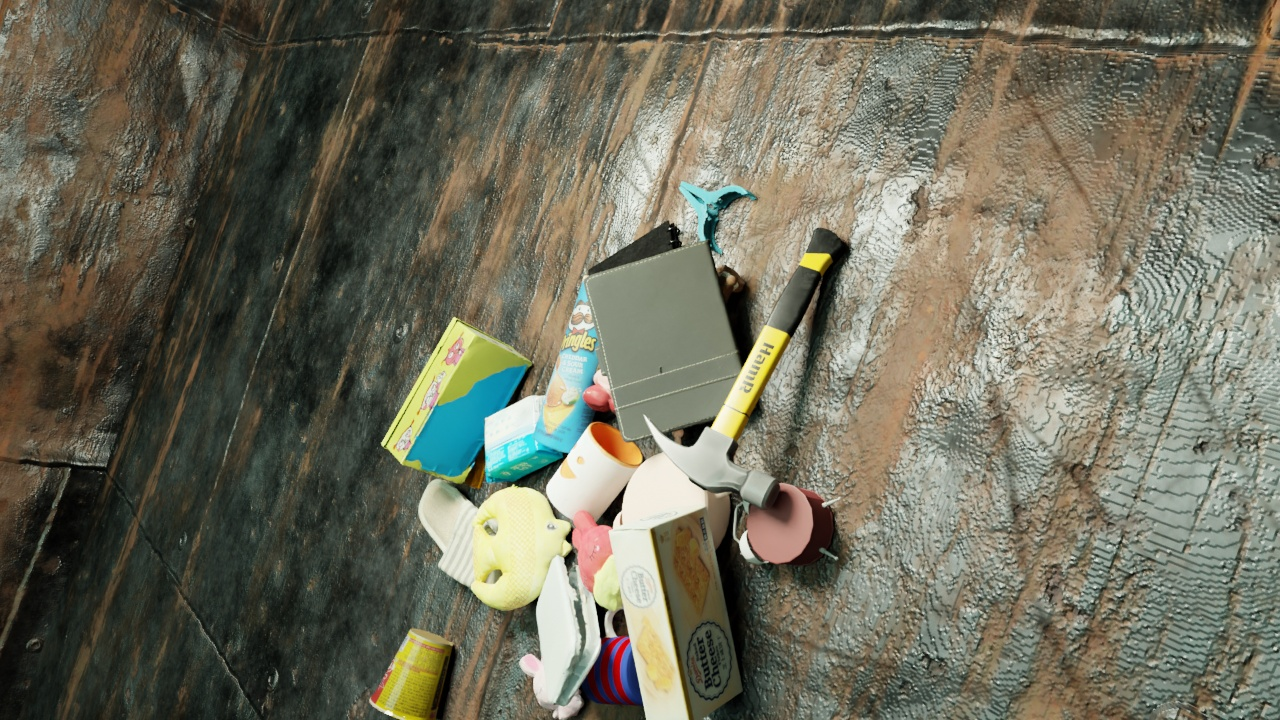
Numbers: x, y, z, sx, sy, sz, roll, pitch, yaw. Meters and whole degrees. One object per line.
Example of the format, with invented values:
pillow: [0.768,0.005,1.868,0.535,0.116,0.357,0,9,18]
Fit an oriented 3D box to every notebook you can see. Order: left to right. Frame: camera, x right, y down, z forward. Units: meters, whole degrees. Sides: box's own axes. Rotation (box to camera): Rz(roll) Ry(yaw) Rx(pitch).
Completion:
notebook: [0.000,-0.054,1.222,0.170,0.019,0.231,-27,59,38]
notebook: [0.029,-0.021,1.084,0.170,0.029,0.209,-16,79,12]

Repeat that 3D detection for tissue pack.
tissue pack: [-0.168,0.112,1.303,0.145,0.061,0.092,-27,57,33]

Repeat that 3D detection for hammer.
hammer: [0.134,-0.007,1.008,0.170,0.034,0.324,24,79,29]

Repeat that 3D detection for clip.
clip: [0.092,-0.182,1.169,0.120,0.033,0.118,-2,79,44]

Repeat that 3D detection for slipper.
slipper: [-0.263,0.260,1.359,0.273,0.054,0.114,29,102,46]

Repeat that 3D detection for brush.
brush: [-0.246,0.130,1.406,0.048,0.017,0.126,15,87,46]

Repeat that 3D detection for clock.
clock: [0.032,0.175,1.072,0.131,0.086,0.161,42,113,44]
clock: [0.150,0.174,0.976,0.125,0.044,0.087,-7,72,44]

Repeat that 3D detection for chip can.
chip can: [-0.074,0.006,1.211,0.080,0.079,0.229,22,95,46]

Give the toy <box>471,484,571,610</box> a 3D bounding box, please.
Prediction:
toy: [-0.165,0.249,1.241,0.155,0.064,0.170,-14,62,21]

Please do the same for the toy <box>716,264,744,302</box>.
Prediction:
toy: [0.087,-0.076,1.122,0.102,0.041,0.054,-45,7,35]

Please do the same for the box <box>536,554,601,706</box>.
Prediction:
box: [-0.085,0.322,1.102,0.213,0.063,0.118,-131,60,-71]

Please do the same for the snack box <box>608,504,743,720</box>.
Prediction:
snack box: [0.039,0.266,0.968,0.058,0.104,0.208,-13,87,39]

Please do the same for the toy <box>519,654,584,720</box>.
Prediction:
toy: [-0.113,0.403,1.163,0.063,0.047,0.110,-52,43,7]

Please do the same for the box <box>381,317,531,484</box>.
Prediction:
box: [-0.272,0.063,1.360,0.079,0.124,0.221,34,96,48]

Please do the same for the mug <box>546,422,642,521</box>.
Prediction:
mug: [-0.059,0.144,1.168,0.105,0.082,0.082,-54,46,18]

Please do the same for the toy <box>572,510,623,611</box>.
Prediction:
toy: [-0.050,0.238,1.101,0.135,0.045,0.092,56,137,44]

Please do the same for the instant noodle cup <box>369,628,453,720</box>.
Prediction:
instant noodle cup: [-0.325,0.454,1.330,0.100,0.100,0.112,7,74,46]

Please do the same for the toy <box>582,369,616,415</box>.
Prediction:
toy: [-0.007,0.007,1.133,0.124,0.097,0.131,17,71,42]

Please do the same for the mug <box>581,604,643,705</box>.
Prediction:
mug: [-0.017,0.341,1.066,0.076,0.075,0.111,-16,64,41]
